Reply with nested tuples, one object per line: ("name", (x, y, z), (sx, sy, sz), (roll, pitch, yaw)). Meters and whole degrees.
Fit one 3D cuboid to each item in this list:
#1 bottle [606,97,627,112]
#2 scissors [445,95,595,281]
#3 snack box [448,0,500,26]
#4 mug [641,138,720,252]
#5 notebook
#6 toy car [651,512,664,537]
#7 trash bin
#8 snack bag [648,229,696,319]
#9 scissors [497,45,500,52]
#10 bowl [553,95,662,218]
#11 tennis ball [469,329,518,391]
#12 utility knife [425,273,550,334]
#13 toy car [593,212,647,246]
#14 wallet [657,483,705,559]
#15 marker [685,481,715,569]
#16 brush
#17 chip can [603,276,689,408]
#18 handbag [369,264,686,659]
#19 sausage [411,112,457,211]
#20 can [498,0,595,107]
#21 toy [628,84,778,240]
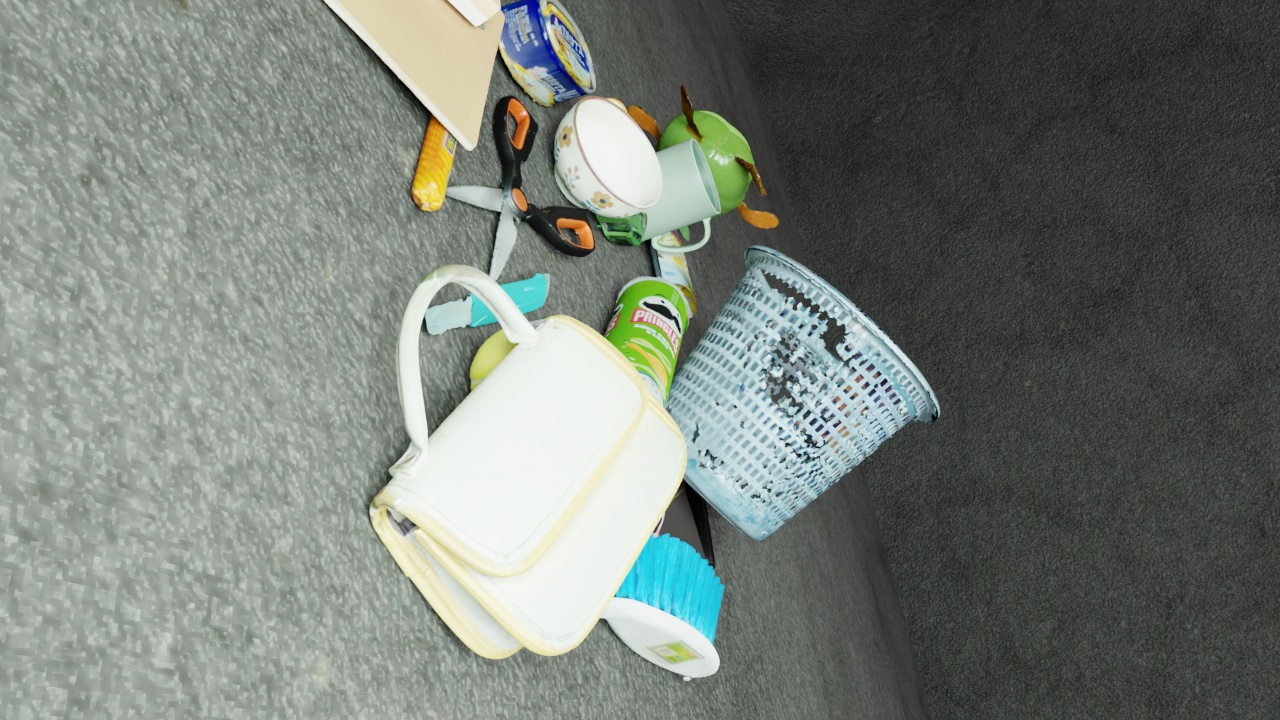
("bottle", (-0.035, -0.231, 0.935), (0.108, 0.063, 0.063), (-85, 151, -53))
("scissors", (-0.097, -0.131, 0.716), (0.220, 0.022, 0.221), (26, 46, -60))
("snack box", (-0.146, -0.328, 0.685), (0.084, 0.026, 0.157), (36, 35, -47))
("mug", (0.027, -0.167, 0.991), (0.082, 0.106, 0.112), (-63, 132, -68))
("notebook", (-0.153, -0.252, 0.635), (0.148, 0.008, 0.207), (45, 29, -35))
("toy car", (-0.001, 0.102, 0.740), (0.122, 0.037, 0.056), (-85, 153, -56))
("trash bin", (0.115, 0.043, 0.822), (0.226, 0.195, 0.226), (43, -2, 2))
("snack bag", (0.025, -0.147, 1.090), (0.110, 0.039, 0.190), (37, 34, -54))
("scissors", (-0.133, -0.284, 0.764), (0.133, 0.017, 0.128), (57, 20, -48))
("bowl", (-0.039, -0.178, 0.844), (0.113, 0.062, 0.113), (27, 50, -38))
("tennis ball", (-0.071, 0.012, 0.559), (0.065, 0.065, 0.065), (-18, 90, -73))
("utility knife", (-0.097, -0.040, 0.614), (0.209, 0.013, 0.029), (-35, 133, -74))
("toy car", (-0.020, -0.139, 0.920), (0.091, 0.043, 0.036), (39, 58, -74))
("wallet", (0.037, 0.178, 0.812), (0.096, 0.020, 0.122), (-25, 97, -68))
("marker", (0.055, 0.144, 0.905), (0.022, 0.020, 0.131), (32, 39, -40))
("brush", (-0.016, 0.155, 0.617), (0.314, 0.061, 0.109), (49, 31, -46))
("chip can", (-0.005, 0.004, 0.769), (0.235, 0.072, 0.072), (-73, 141, -62))
("handbag", (-0.064, 0.039, 0.469), (0.179, 0.063, 0.162), (53, 45, -16))
("sausage", (-0.132, -0.149, 0.611), (0.164, 0.021, 0.021), (-91, 156, -45))
("can", (-0.084, -0.279, 0.832), (0.148, 0.049, 0.074), (3, 74, -77))
("toy", (0.075, -0.231, 1.095), (0.227, 0.090, 0.247), (42, -12, -3))
